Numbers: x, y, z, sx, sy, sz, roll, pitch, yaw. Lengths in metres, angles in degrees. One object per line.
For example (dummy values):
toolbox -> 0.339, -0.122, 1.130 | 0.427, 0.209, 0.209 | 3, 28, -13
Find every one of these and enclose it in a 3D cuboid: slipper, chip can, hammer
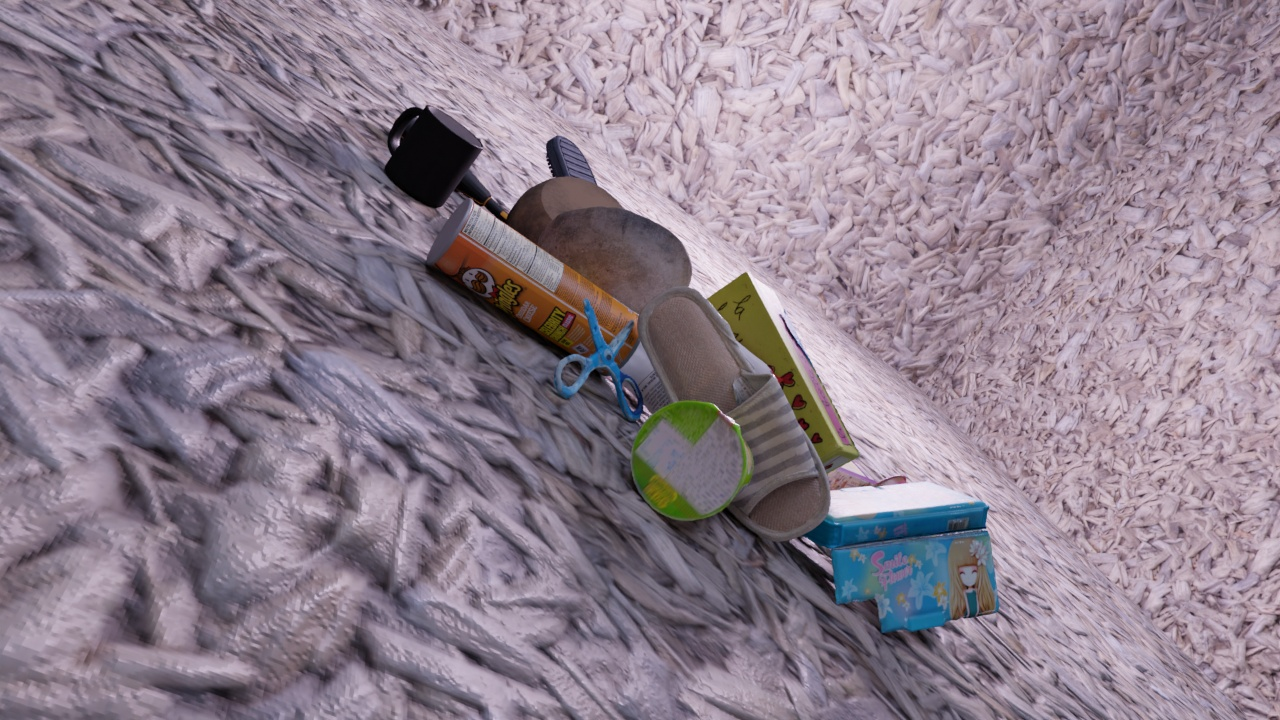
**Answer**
slipper -> 0.084, 0.048, 0.881 | 0.272, 0.114, 0.054 | 57, 14, 13
chip can -> -0.101, -0.069, 0.916 | 0.215, 0.075, 0.075 | 33, 15, -24
hammer -> -0.199, -0.207, 1.196 | 0.320, 0.036, 0.123 | 43, 13, 4
slipper -> -0.090, -0.191, 1.299 | 0.101, 0.083, 0.263 | 2, 63, -59

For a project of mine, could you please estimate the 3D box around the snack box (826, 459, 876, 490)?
snack box -> 0.240, 0.126, 1.253 | 0.148, 0.041, 0.143 | 23, 21, -48

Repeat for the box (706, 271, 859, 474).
box -> 0.125, 0.030, 0.980 | 0.082, 0.125, 0.220 | 18, 45, -58

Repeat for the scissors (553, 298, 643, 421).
scissors -> -0.033, 0.008, 0.878 | 0.140, 0.011, 0.133 | 62, 41, -24

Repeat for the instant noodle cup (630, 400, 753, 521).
instant noodle cup -> 0.054, 0.090, 0.800 | 0.099, 0.099, 0.108 | 44, 6, 19

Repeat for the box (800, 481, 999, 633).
box -> 0.269, 0.186, 0.945 | 0.226, 0.086, 0.169 | 0, 44, -30

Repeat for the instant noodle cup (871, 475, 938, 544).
instant noodle cup -> 0.303, 0.206, 1.074 | 0.097, 0.098, 0.108 | 21, 30, -52

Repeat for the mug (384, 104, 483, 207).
mug -> -0.249, -0.245, 1.062 | 0.113, 0.088, 0.078 | 46, 15, 24

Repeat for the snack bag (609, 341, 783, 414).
snack bag -> 0.050, 0.013, 0.949 | 0.144, 0.130, 0.039 | 47, -9, 30

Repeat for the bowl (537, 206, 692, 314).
bowl -> -0.035, -0.081, 1.010 | 0.178, 0.179, 0.081 | 32, 49, -26

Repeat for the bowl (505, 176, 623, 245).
bowl -> -0.081, -0.160, 1.126 | 0.162, 0.070, 0.162 | 17, 45, -18
